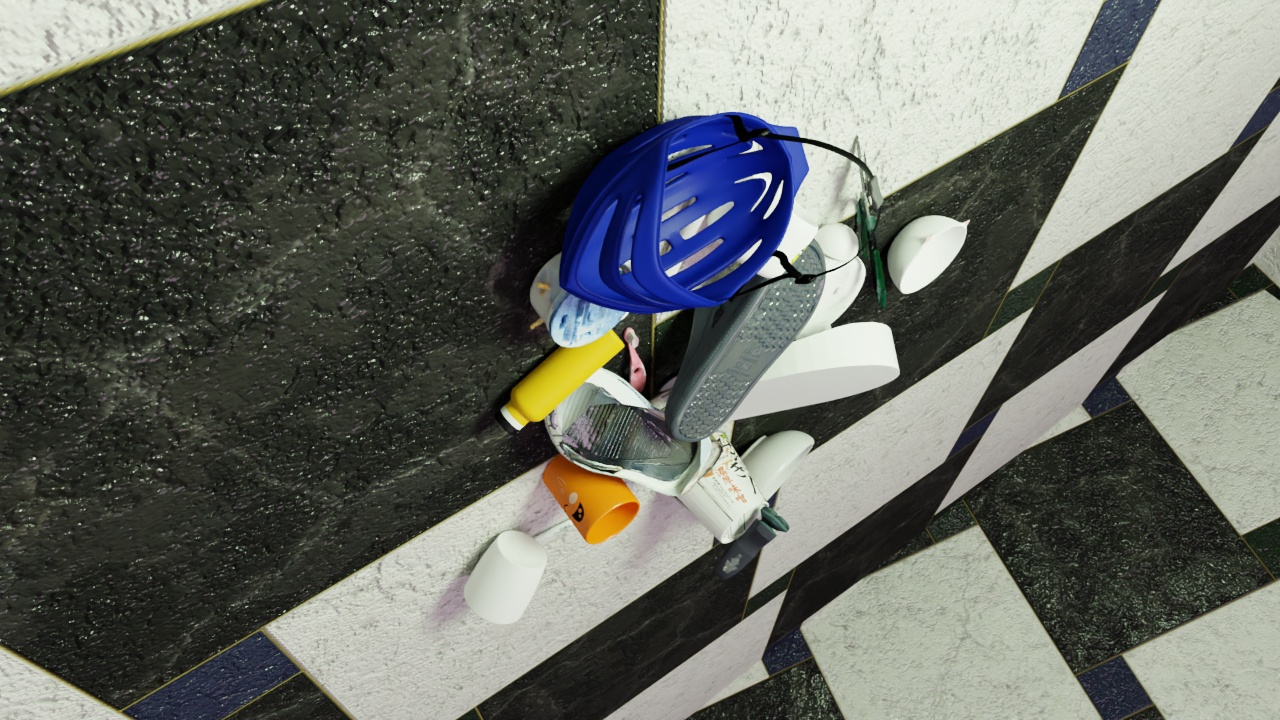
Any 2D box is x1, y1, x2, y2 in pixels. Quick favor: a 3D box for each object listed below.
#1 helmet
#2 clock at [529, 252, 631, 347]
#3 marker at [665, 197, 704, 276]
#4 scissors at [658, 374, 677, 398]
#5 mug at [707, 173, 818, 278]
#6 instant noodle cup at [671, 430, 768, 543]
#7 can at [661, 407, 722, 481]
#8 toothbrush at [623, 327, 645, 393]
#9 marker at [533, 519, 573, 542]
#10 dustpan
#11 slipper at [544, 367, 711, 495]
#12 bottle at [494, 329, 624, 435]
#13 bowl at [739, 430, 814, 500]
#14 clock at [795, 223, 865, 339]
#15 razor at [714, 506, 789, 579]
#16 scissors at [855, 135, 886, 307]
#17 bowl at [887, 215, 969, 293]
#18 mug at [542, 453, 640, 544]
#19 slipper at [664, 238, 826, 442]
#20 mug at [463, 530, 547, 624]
[{"bbox_3d":[0.065,-0.112,0.725,0.241,0.228,0.148,-36,120,-23],"label":"helmet"},{"bbox_3d":[-0.042,-0.063,0.839,0.125,0.052,0.089,-21,146,-32],"label":"clock"},{"bbox_3d":[0.047,-0.130,0.883,0.020,0.020,0.142,-14,144,-39],"label":"marker"},{"bbox_3d":[0.091,-0.007,1.117,0.126,0.019,0.155,-6,139,-44],"label":"scissors"},{"bbox_3d":[0.118,-0.135,0.898,0.068,0.094,0.115,-50,-172,20],"label":"mug"},{"bbox_3d":[0.112,0.187,1.313,0.123,0.121,0.124,-30,150,-19],"label":"instant noodle cup"},{"bbox_3d":[0.047,0.110,1.175,0.089,0.074,0.090,-28,149,-20],"label":"can"},{"bbox_3d":[-0.006,0.006,1.020,0.021,0.016,0.135,-30,150,-14],"label":"toothbrush"},{"bbox_3d":[-0.106,0.221,1.218,0.151,0.011,0.011,-22,147,-29],"label":"marker"},{"bbox_3d":[0.191,0.014,1.160,0.258,0.053,0.191,-13,163,20],"label":"dustpan"},{"bbox_3d":[-0.022,0.080,1.039,0.263,0.063,0.111,27,89,-40],"label":"slipper"},{"bbox_3d":[-0.083,0.017,0.914,0.144,0.043,0.043,-42,152,3],"label":"bottle"},{"bbox_3d":[0.187,0.168,1.422,0.176,0.066,0.177,-43,164,-16],"label":"bowl"},{"bbox_3d":[0.209,-0.083,1.092,0.125,0.073,0.161,-34,152,-11],"label":"clock"},{"bbox_3d":[0.153,0.261,1.296,0.143,0.047,0.052,-52,175,26],"label":"razor"},{"bbox_3d":[0.255,-0.175,1.043,0.015,0.137,0.210,-9,123,10],"label":"scissors"},{"bbox_3d":[0.370,-0.149,1.216,0.114,0.050,0.115,-30,150,-19],"label":"bowl"},{"bbox_3d":[-0.059,0.167,1.104,0.077,0.096,0.113,-29,150,-20],"label":"mug"},{"bbox_3d":[0.104,-0.032,1.015,0.110,0.083,0.269,14,116,-46],"label":"slipper"},{"bbox_3d":[-0.156,0.265,1.152,0.114,0.081,0.088,-7,132,-57],"label":"mug"}]
